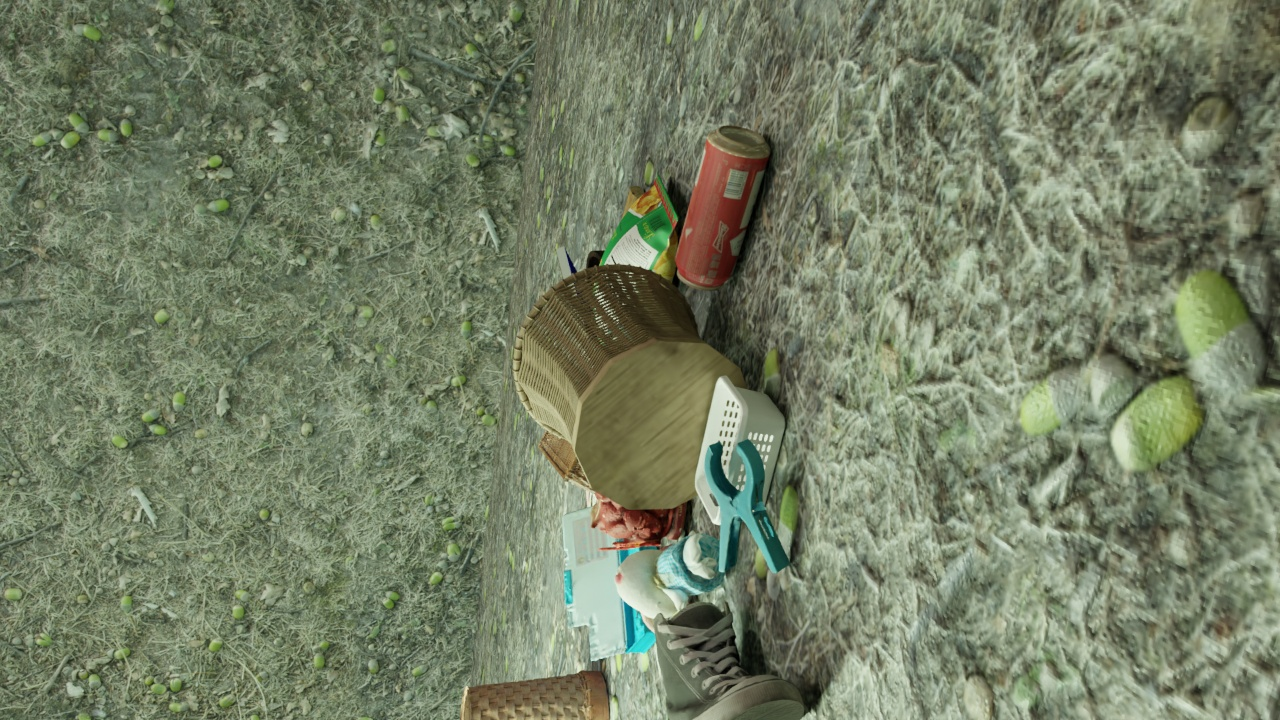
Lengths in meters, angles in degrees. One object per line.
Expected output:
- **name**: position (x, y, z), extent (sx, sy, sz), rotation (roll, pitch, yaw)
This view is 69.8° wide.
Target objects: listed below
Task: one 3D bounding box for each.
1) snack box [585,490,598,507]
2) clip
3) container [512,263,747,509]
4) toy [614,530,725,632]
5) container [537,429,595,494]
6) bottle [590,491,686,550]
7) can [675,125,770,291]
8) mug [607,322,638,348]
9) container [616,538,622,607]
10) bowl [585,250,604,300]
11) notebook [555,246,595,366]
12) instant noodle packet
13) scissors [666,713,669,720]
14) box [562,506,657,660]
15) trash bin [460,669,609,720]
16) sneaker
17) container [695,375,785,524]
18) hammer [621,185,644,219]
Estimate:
- **snack box**: position (-0.062, 0.209, 1.477), extent (0.088, 0.033, 0.154), rotation (112, 157, -46)
- **clip**: position (0.080, 0.133, 0.838), extent (0.113, 0.028, 0.127), rotation (1, 100, 35)
- **container**: position (-0.006, 0.030, 0.991), extent (0.196, 0.226, 0.227), rotation (-131, 47, -60)
- **toy**: position (0.027, 0.243, 1.003), extent (0.206, 0.105, 0.131), rotation (119, 149, -60)
- **container**: position (-0.053, 0.110, 1.243), extent (0.112, 0.113, 0.198), rotation (-62, 19, 0)
- **bottle**: position (-0.006, 0.185, 1.110), extent (0.099, 0.111, 0.099), rotation (-173, 91, -81)
- **can**: position (0.085, -0.160, 0.976), extent (0.067, 0.067, 0.170), rotation (-106, 26, -53)
- **mug**: position (0.005, -0.003, 1.161), extent (0.084, 0.112, 0.104), rotation (-34, -45, -51)
- **container**: position (-0.052, 0.314, 1.356), extent (0.096, 0.058, 0.114), rotation (118, 152, -56)
- **bowl**: position (-0.039, -0.116, 1.434), extent (0.121, 0.056, 0.121), rotation (168, 90, -72)
- **notebook**: position (-0.083, -0.057, 1.419), extent (0.209, 0.022, 0.171), rotation (65, -172, -72)
- **instant noodle packet**: position (-0.011, -0.112, 1.257), extent (0.195, 0.090, 0.253), rotation (-103, 34, -62)
- **scissors**: position (0.058, 0.401, 1.015), extent (0.176, 0.033, 0.072), rotation (165, 112, -78)
- **box**: position (-0.031, 0.289, 1.261), extent (0.181, 0.074, 0.226), rotation (-37, 45, 38)
- **trash bin**: position (-0.166, 0.559, 1.418), extent (0.151, 0.210, 0.151), rotation (-176, 91, -75)
- **sneaker**: position (0.073, 0.278, 0.832), extent (0.235, 0.095, 0.119), rotation (109, 151, -69)
- **container**: position (0.097, 0.087, 0.888), extent (0.080, 0.049, 0.129), rotation (-118, 35, -64)
- **hammer**: position (-0.045, -0.143, 1.525), extent (0.132, 0.033, 0.331), rotation (-98, 20, -45)
